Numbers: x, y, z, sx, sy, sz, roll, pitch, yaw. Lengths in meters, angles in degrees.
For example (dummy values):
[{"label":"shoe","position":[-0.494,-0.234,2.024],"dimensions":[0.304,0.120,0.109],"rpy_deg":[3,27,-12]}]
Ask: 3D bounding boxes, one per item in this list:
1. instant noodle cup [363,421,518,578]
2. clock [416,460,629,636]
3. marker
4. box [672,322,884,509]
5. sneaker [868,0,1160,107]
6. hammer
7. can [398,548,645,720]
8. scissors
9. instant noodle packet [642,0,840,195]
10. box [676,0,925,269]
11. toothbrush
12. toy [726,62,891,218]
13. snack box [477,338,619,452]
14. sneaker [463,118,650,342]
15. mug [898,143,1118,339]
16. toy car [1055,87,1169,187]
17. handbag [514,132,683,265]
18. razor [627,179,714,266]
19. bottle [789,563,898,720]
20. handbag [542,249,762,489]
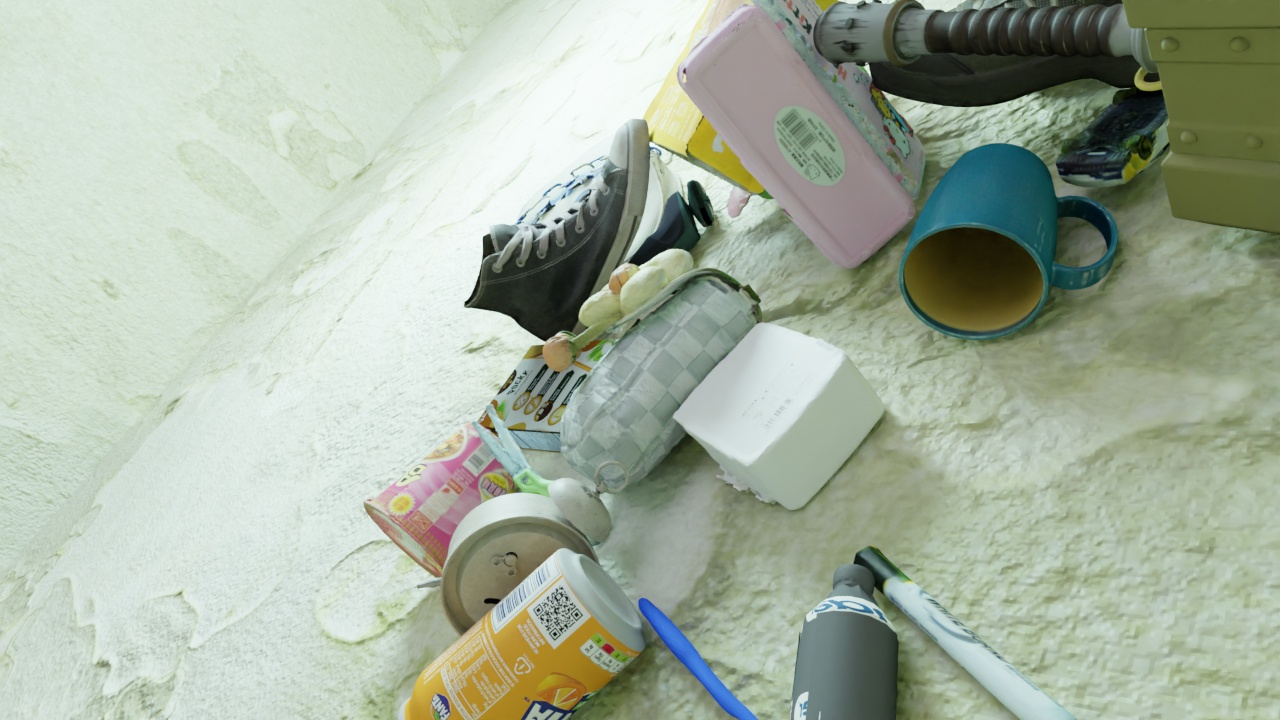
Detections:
[{"label":"instant noodle cup","position":[-0.156,0.114,0.766],"dimensions":[0.108,0.098,0.098],"rpy_deg":[-47,27,-25]},{"label":"clock","position":[-0.066,0.123,0.613],"dimensions":[0.157,0.103,0.061],"rpy_deg":[-46,20,6]},{"label":"marker","position":[0.144,0.127,0.421],"dimensions":[0.017,0.017,0.146],"rpy_deg":[-45,28,-2]},{"label":"box","position":[0.091,0.041,0.590],"dimensions":[0.102,0.076,0.107],"rpy_deg":[-49,26,-6]},{"label":"sneaker","position":[0.255,-0.247,0.593],"dimensions":[0.238,0.143,0.100],"rpy_deg":[5,30,36]},{"label":"hammer","position":[0.223,-0.181,0.501],"dimensions":[0.100,0.190,0.325],"rpy_deg":[-50,38,-12]},{"label":"can","position":[-0.071,0.186,0.555],"dimensions":[0.142,0.079,0.079],"rpy_deg":[-42,28,2]},{"label":"scissors","position":[-0.082,0.087,0.709],"dimensions":[0.078,0.032,0.175],"rpy_deg":[-44,56,8]},{"label":"instant noodle packet","position":[0.071,-0.252,0.803],"dimensions":[0.163,0.084,0.221],"rpy_deg":[-62,26,11]},{"label":"box","position":[0.132,-0.178,0.658],"dimensions":[0.149,0.201,0.073],"rpy_deg":[-52,22,-14]},{"label":"toothbrush","position":[0.036,0.176,0.496],"dimensions":[0.018,0.016,0.182],"rpy_deg":[-51,28,-4]},{"label":"toy","position":[0.137,-0.210,0.825],"dimensions":[0.190,0.087,0.238],"rpy_deg":[-51,34,2]},{"label":"snack box","position":[-0.065,0.031,0.813],"dimensions":[0.186,0.031,0.100],"rpy_deg":[-2,48,52]},{"label":"sneaker","position":[-0.073,-0.127,0.857],"dimensions":[0.235,0.120,0.095],"rpy_deg":[-61,21,24]},{"label":"mug","position":[0.222,-0.075,0.546],"dimensions":[0.112,0.084,0.104],"rpy_deg":[10,47,23]},{"label":"toy car","position":[0.302,-0.138,0.562],"dimensions":[0.105,0.033,0.048],"rpy_deg":[-41,28,-21]},{"label":"handbag","position":[-0.048,-0.153,0.995],"dimensions":[0.201,0.093,0.199],"rpy_deg":[-36,36,13]},{"label":"razor","position":[0.021,-0.110,0.889],"dimensions":[0.052,0.047,0.142],"rpy_deg":[34,81,37]},{"label":"bottle","position":[0.095,0.146,0.426],"dimensions":[0.047,0.047,0.112],"rpy_deg":[-22,34,35]},{"label":"handbag","position":[-0.004,0.004,0.665],"dimensions":[0.171,0.123,0.112],"rpy_deg":[-52,9,-9]}]
